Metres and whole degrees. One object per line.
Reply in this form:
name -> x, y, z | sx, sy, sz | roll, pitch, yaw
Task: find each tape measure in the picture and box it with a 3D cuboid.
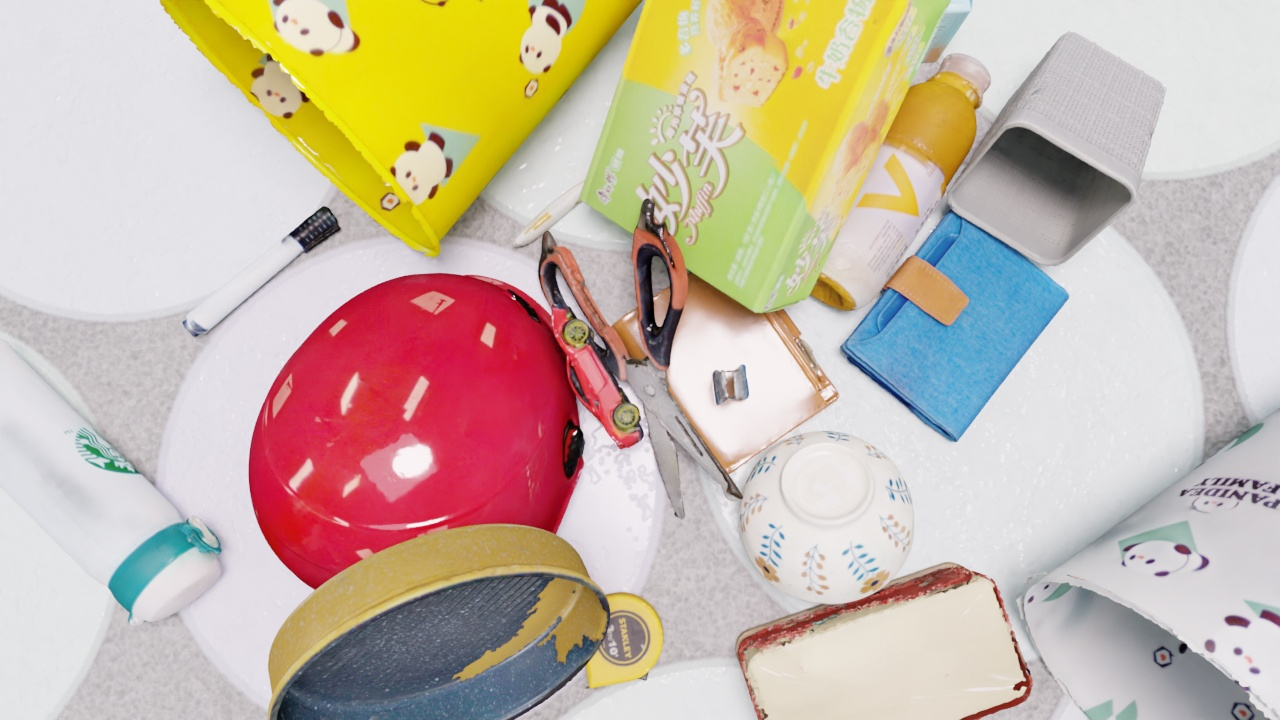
tape measure -> -0.013, 0.184, 0.612 | 0.057, 0.029, 0.060 | -11, 83, 1

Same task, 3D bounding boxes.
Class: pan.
pan -> -0.163, 0.235, 0.551 | 0.358, 0.197, 0.078 | -44, 49, 18

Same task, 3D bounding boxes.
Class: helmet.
helmet -> -0.143, 0.045, 0.578 | 0.207, 0.144, 0.240 | 16, 82, 5

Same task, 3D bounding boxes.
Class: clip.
clip -> 0.057, 0.016, 0.588 | 0.045, 0.058, 0.027 | -4, 90, 4

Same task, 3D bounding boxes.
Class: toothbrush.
toothbrush -> -0.020, -0.146, 0.661 | 0.191, 0.016, 0.018 | -40, 73, -4

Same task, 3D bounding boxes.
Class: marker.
marker -> -0.269, -0.063, 0.654 | 0.130, 0.018, 0.022 | -41, 93, -4

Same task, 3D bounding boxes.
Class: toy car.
toy car -> -0.031, 0.009, 0.593 | 0.031, 0.049, 0.106 | -29, 88, -1

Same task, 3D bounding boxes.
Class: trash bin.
trash bin -> 0.396, 0.138, 0.520 | 0.251, 0.230, 0.229 | -36, 83, -9
trash bin -> -0.126, -0.234, 0.578 | 0.229, 0.230, 0.255 | 41, 80, 6

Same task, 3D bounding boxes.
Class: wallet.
wallet -> 0.059, 0.000, 0.633 | 0.108, 0.031, 0.132 | -35, 85, -1
wallet -> 0.216, -0.027, 0.631 | 0.106, 0.040, 0.133 | 40, 84, 1

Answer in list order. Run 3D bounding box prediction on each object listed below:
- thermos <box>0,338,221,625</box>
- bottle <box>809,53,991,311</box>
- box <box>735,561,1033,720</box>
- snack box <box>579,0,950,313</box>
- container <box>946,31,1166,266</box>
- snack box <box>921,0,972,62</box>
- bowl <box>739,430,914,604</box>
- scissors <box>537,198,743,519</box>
thermos -> -0.376, 0.081, 0.613 | 0.224, 0.073, 0.073 | 42, 85, 5
bottle -> 0.174, -0.124, 0.628 | 0.068, 0.068, 0.189 | 34, 84, 5
box -> 0.151, 0.193, 0.582 | 0.168, 0.080, 0.091 | -19, 84, -2
snack box -> 0.068, -0.157, 0.561 | 0.158, 0.069, 0.210 | 36, 119, 25
container -> 0.277, -0.143, 0.606 | 0.090, 0.090, 0.114 | 33, 62, 3
snack box -> 0.134, -0.246, 0.640 | 0.175, 0.074, 0.051 | -2, 82, 1
bowl -> 0.119, 0.090, 0.583 | 0.113, 0.062, 0.113 | -4, 56, 6
scissors -> -0.001, -0.003, 0.609 | 0.189, 0.015, 0.227 | 25, 123, 35
